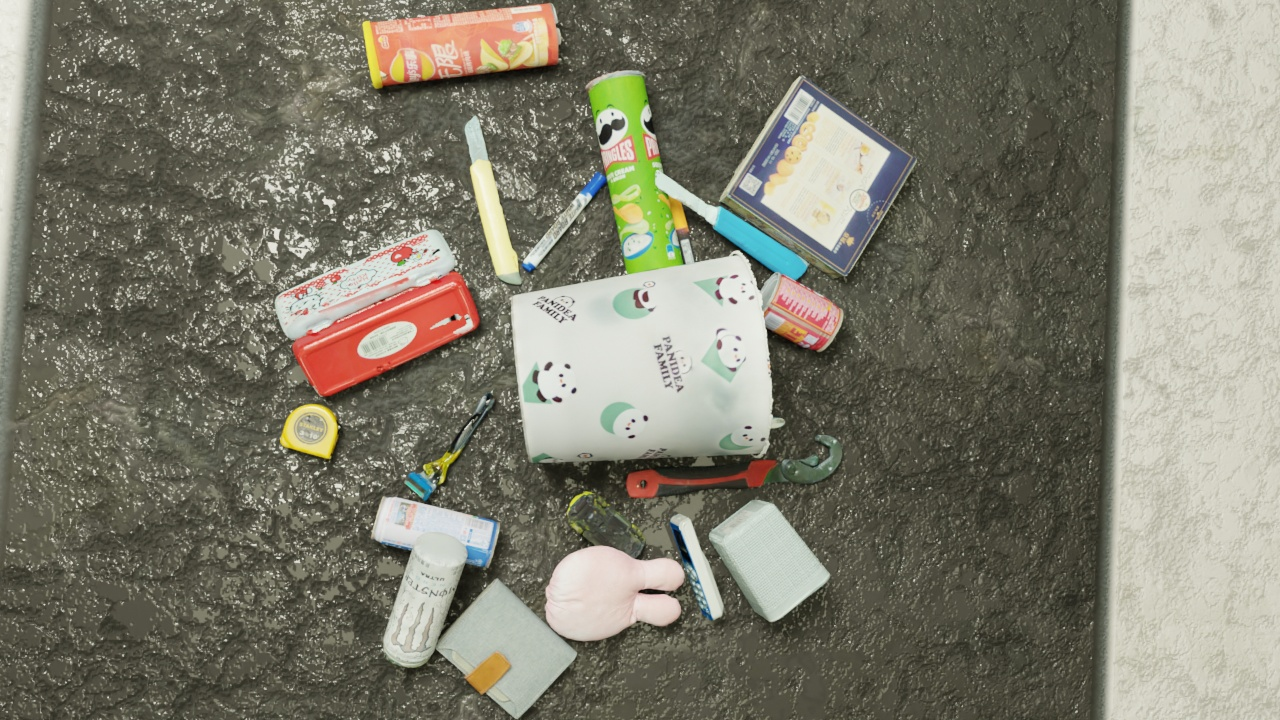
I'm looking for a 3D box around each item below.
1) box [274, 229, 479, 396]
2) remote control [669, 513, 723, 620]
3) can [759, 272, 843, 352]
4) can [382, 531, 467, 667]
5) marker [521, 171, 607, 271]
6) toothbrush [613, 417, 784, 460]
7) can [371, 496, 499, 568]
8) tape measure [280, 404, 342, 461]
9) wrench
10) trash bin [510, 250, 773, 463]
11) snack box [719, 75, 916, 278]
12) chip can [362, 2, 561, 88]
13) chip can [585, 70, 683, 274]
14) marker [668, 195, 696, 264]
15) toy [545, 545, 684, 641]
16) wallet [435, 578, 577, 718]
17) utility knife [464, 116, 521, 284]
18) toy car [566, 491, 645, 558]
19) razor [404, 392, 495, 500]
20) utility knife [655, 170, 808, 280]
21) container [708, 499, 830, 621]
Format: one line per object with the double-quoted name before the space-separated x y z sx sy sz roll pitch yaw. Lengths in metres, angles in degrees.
"box" -0.296 -0.058 1.035 0.201 0.100 0.110 -26 128 -12
"remote control" 0.067 0.244 1.087 0.024 0.049 0.125 -21 93 -13
"can" 0.190 -0.057 1.110 0.094 0.066 0.066 27 83 -8
"can" -0.235 0.260 0.998 0.058 0.058 0.147 18 111 -10
"marker" -0.090 -0.164 1.087 0.017 0.017 0.145 39 82 -7
"toothbrush" 0.067 0.090 1.103 0.224 0.027 0.026 -8 103 -10
"can" -0.229 0.192 1.031 0.134 0.053 0.053 16 85 -10
"tape measure" -0.365 0.077 1.022 0.060 0.029 0.057 17 86 -10
"wrench" 0.117 0.136 1.116 0.273 0.016 0.056 -8 90 -11
"trash bin" -0.006 0.006 1.001 0.252 0.229 0.229 -6 89 -5
"snack box" 0.219 -0.223 1.131 0.182 0.046 0.177 34 83 -8
"chip can" -0.201 -0.360 1.045 0.216 0.073 0.073 -12 90 -11
"chip can" -0.005 -0.213 1.077 0.072 0.072 0.236 -12 91 -11
"marker" 0.053 -0.142 1.115 0.018 0.015 0.124 -16 94 -9
"toy" -0.030 0.270 1.059 0.159 0.054 0.121 3 110 -10
"wallet" -0.155 0.332 1.049 0.129 0.037 0.106 45 81 -6
"utility knife" -0.175 -0.185 1.070 0.031 0.021 0.201 -14 97 -16
"toy car" -0.041 0.196 1.077 0.105 0.032 0.048 43 86 -18
"razor" -0.212 0.096 1.055 0.043 0.022 0.142 28 76 36
"utility knife" 0.108 -0.159 1.091 0.234 0.018 0.034 29 87 -25
"container" 0.147 0.231 1.084 0.090 0.090 0.111 -36 91 -10
